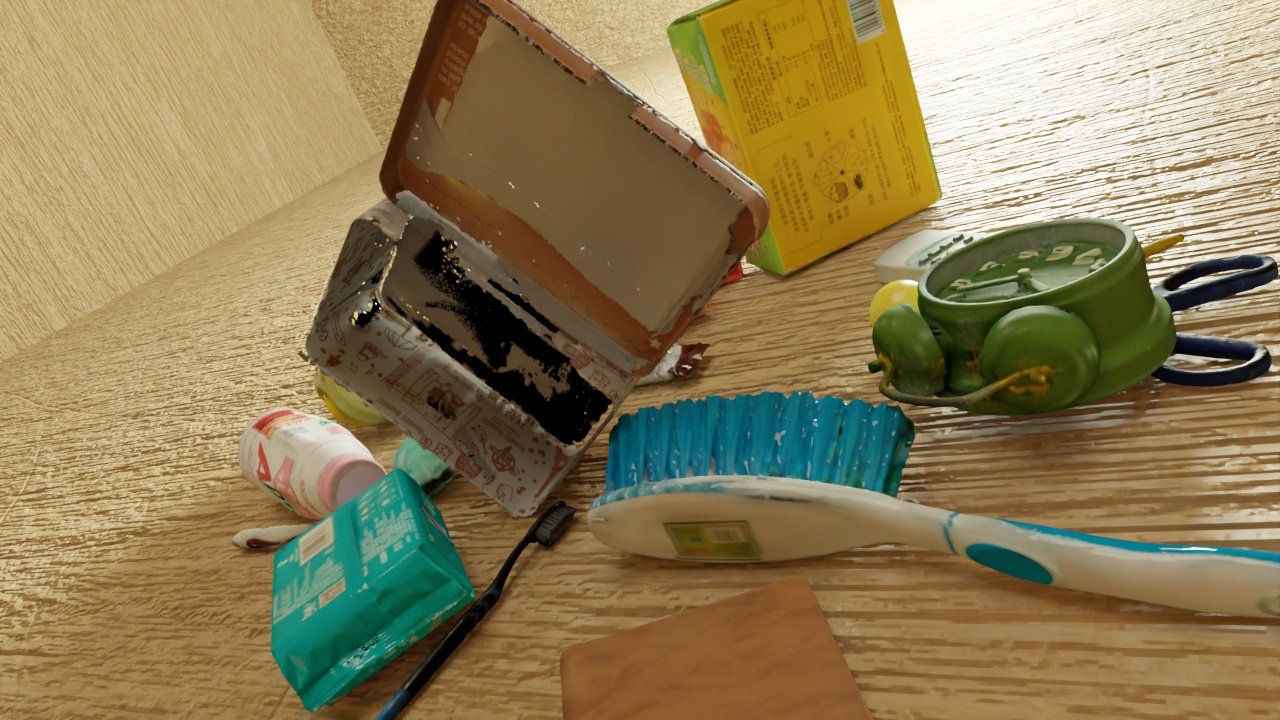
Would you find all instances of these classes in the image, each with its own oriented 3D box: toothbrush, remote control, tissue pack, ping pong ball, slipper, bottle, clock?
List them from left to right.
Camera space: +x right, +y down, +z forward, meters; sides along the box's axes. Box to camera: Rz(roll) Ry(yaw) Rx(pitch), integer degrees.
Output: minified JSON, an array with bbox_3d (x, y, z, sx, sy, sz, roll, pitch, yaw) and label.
[{"bbox_3d":[-0.227,0.075,0.642,0.068,0.068,0.197,-36,23,-28],"label":"bottle"},{"bbox_3d":[-0.212,0.118,0.615,0.188,0.016,0.017,-10,36,28],"label":"toothbrush"},{"bbox_3d":[-0.243,0.012,0.816,0.082,0.091,0.190,-58,27,14],"label":"slipper"},{"bbox_3d":[-0.145,0.118,0.491,0.093,0.050,0.133,-36,23,-8],"label":"tissue pack"},{"bbox_3d":[-0.087,0.134,0.463,0.016,0.014,0.188,19,42,22],"label":"toothbrush"},{"bbox_3d":[0.158,-0.028,0.550,0.040,0.040,0.040,-20,23,8],"label":"ping pong ball"},{"bbox_3d":[0.217,-0.064,0.601,0.056,0.019,0.135,-32,24,-19],"label":"remote control"},{"bbox_3d":[0.182,-0.017,0.446,0.160,0.056,0.116,-34,21,-29],"label":"clock"}]

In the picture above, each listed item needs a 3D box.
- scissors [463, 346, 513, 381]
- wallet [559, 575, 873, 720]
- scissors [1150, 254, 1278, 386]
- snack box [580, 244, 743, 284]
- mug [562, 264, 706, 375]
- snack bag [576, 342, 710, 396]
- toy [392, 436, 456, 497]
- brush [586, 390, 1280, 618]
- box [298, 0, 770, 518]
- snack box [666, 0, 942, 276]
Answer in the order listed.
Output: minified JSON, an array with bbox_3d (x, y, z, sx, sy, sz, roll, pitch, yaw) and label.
[{"bbox_3d":[-0.095,-0.035,0.847,0.149,0.022,0.234,-1,26,29],"label":"scissors"},{"bbox_3d":[0.023,0.131,0.354,0.115,0.020,0.101,-19,22,2],"label":"wallet"},{"bbox_3d":[0.250,-0.018,0.478,0.174,0.012,0.162,-26,22,-1],"label":"scissors"},{"bbox_3d":[-0.022,-0.074,0.777,0.207,0.058,0.057,-16,23,2],"label":"snack box"},{"bbox_3d":[-0.015,-0.044,0.716,0.122,0.078,0.078,-19,22,-3],"label":"mug"},{"bbox_3d":[-0.004,0.004,0.653,0.105,0.026,0.045,-9,23,28],"label":"snack bag"},{"bbox_3d":[-0.155,0.074,0.640,0.096,0.030,0.092,-38,23,-6],"label":"toy"},{"bbox_3d":[0.109,0.060,0.395,0.315,0.060,0.109,-7,33,29],"label":"brush"},{"bbox_3d":[-0.064,-0.046,0.493,0.261,0.177,0.082,-53,1,42],"label":"box"},{"bbox_3d":[0.132,-0.194,0.724,0.157,0.210,0.070,-26,21,-9],"label":"snack box"}]
